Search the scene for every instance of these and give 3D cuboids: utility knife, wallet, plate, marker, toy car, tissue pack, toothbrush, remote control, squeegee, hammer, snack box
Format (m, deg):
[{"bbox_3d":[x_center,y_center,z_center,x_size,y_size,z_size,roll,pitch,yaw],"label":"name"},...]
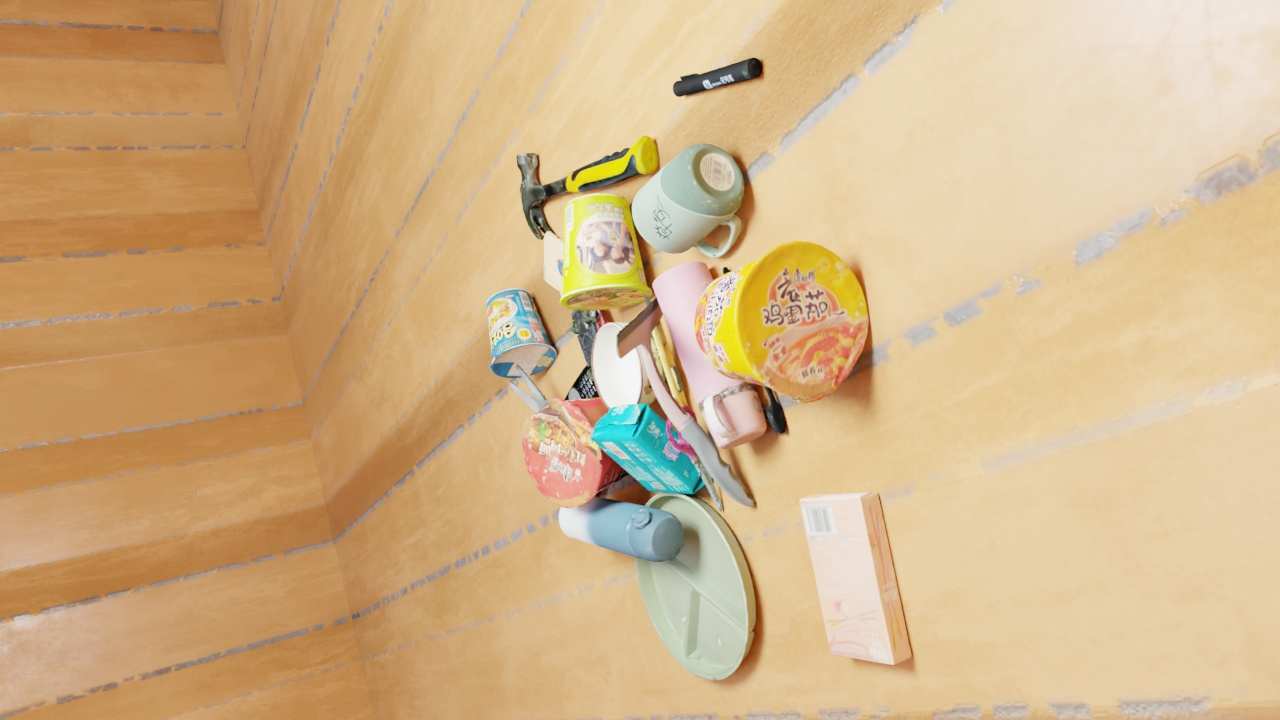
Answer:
[{"bbox_3d":[0.030,0.001,1.078,0.018,0.030,0.166,-23,88,21],"label":"utility knife"},{"bbox_3d":[-0.091,-0.114,1.240,0.115,0.024,0.087,34,137,33],"label":"wallet"},{"bbox_3d":[0.064,0.269,1.109,0.230,0.027,0.230,21,115,53],"label":"plate"},{"bbox_3d":[0.078,-0.293,0.950,0.132,0.020,0.022,10,77,57],"label":"marker"},{"bbox_3d":[-0.053,-0.020,1.200,0.053,0.045,0.120,-35,74,53],"label":"toy car"},{"bbox_3d":[0.014,0.107,1.074,0.133,0.050,0.093,45,152,-24],"label":"tissue pack"},{"bbox_3d":[0.117,-0.012,0.967,0.018,0.014,0.189,135,120,-63],"label":"toothbrush"},{"bbox_3d":[-0.075,0.049,1.271,0.053,0.024,0.137,62,146,20],"label":"remote control"},{"bbox_3d":[0.050,0.059,0.997,0.040,0.247,0.249,-28,96,17],"label":"squeegee"},{"bbox_3d":[-0.077,-0.233,1.196,0.324,0.031,0.126,1,99,57],"label":"hammer"},{"bbox_3d":[0.203,0.205,0.876,0.085,0.026,0.157,-16,85,57],"label":"snack box"}]

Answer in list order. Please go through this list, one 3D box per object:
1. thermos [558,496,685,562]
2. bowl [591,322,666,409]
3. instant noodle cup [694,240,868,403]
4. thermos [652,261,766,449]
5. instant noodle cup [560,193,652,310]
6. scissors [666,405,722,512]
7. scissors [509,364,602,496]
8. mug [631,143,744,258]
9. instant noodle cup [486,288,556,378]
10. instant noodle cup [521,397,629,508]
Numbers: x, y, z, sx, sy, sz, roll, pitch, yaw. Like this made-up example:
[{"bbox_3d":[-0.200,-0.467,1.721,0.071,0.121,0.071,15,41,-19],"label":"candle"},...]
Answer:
[{"bbox_3d":[-0.026,0.206,1.148,0.221,0.070,0.070,-4,95,58],"label":"thermos"},{"bbox_3d":[-0.007,0.007,1.119,0.113,0.062,0.113,22,117,52],"label":"bowl"},{"bbox_3d":[0.121,-0.035,0.851,0.110,0.137,0.138,177,85,-66],"label":"instant noodle cup"},{"bbox_3d":[0.070,-0.006,0.976,0.067,0.087,0.198,-28,71,28],"label":"thermos"},{"bbox_3d":[-0.047,-0.133,1.115,0.112,0.111,0.123,-21,71,57],"label":"instant noodle cup"},{"bbox_3d":[0.066,0.116,1.043,0.017,0.056,0.133,-12,109,42],"label":"scissors"},{"bbox_3d":[-0.106,0.089,1.296,0.190,0.021,0.229,-24,88,48],"label":"scissors"},{"bbox_3d":[0.061,-0.160,0.964,0.112,0.082,0.107,49,145,-6],"label":"mug"},{"bbox_3d":[-0.185,-0.045,1.363,0.099,0.099,0.109,-52,47,49],"label":"instant noodle cup"},{"bbox_3d":[-0.066,0.110,1.172,0.138,0.108,0.138,9,104,39],"label":"instant noodle cup"}]
